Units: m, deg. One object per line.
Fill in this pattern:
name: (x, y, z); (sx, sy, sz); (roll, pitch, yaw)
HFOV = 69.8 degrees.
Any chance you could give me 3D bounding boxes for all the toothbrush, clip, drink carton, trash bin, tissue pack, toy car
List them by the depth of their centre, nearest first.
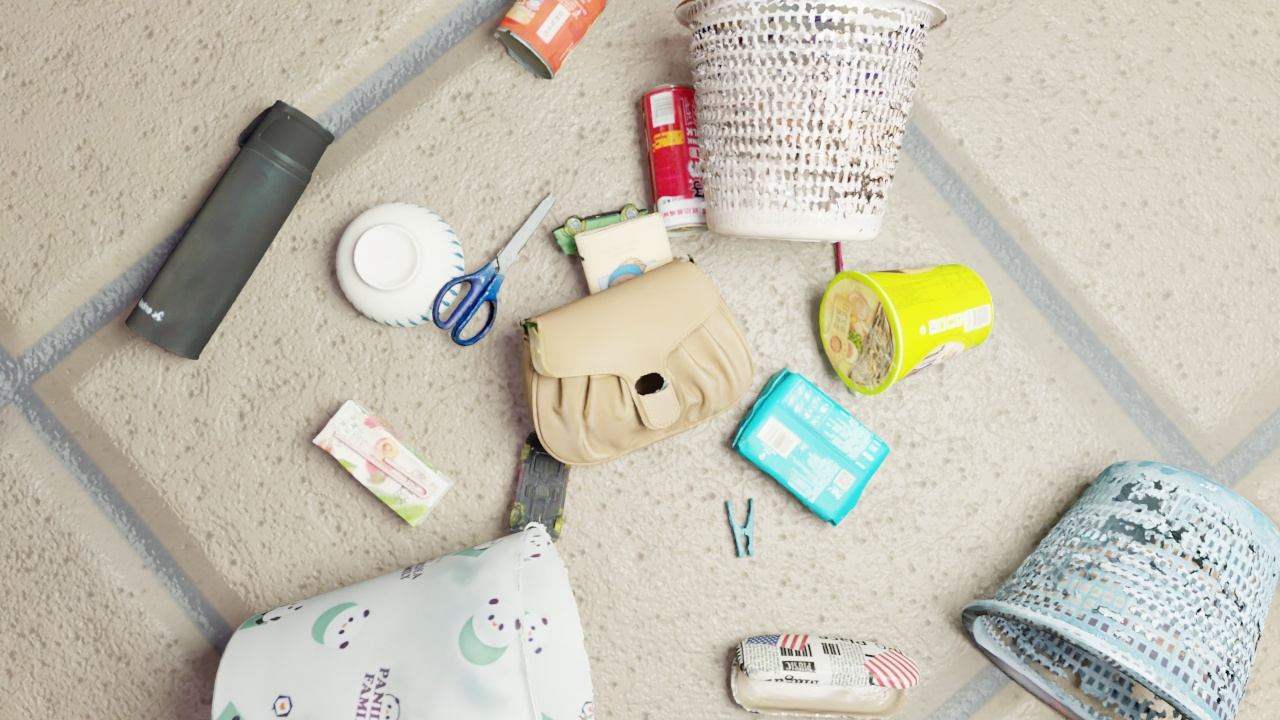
trash bin: (-0.183, 0.273, 0.752); (0.252, 0.229, 0.229); (-14, 87, 4)
trash bin: (0.425, 0.203, 0.779); (0.226, 0.227, 0.194); (39, 74, 1)
trash bin: (0.137, -0.202, 0.792); (0.227, 0.227, 0.192); (2, 99, -1)
drink carton: (-0.233, 0.093, 0.838); (0.122, 0.045, 0.053); (41, 86, 1)
tissue pack: (0.158, 0.080, 0.845); (0.133, 0.050, 0.093); (39, 85, 1)
toy car: (-0.090, 0.116, 0.847); (0.049, 0.031, 0.106); (9, 74, -4)
toy car: (-0.036, -0.123, 0.855); (0.091, 0.043, 0.036); (-15, 102, 6)
clip: (0.095, 0.157, 0.859); (0.039, 0.014, 0.056); (-5, 86, -1)
toothbrush: (0.198, -0.059, 0.872); (0.017, 0.016, 0.187); (-5, 87, -11)

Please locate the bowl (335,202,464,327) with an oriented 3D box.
bowl: (-0.224, -0.091, 0.838); (0.116, 0.066, 0.116); (0, 87, -1)

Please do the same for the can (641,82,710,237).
can: (0.034, -0.185, 0.854); (0.053, 0.053, 0.132); (-7, 87, -2)

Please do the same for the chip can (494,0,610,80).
chip can: (-0.045, -0.367, 0.854); (0.073, 0.073, 0.216); (36, 87, 1)

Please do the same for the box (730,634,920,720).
box: (0.165, 0.280, 0.818); (0.162, 0.088, 0.076); (5, 69, 1)

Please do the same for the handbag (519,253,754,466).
handbag: (-0.005, 0.005, 0.806); (0.204, 0.100, 0.148); (-23, 109, -8)

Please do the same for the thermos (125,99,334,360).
thermos: (-0.378, -0.124, 0.844); (0.090, 0.068, 0.242); (27, 84, 33)

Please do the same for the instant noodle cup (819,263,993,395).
instant noodle cup: (0.243, -0.037, 0.823); (0.123, 0.112, 0.111); (-14, 87, -22)

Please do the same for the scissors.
scissors: (-0.124, -0.084, 0.863); (0.174, 0.012, 0.108); (-35, 125, -27)

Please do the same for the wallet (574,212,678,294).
wallet: (-0.005, -0.073, 0.844); (0.087, 0.024, 0.115); (-16, 113, -3)
